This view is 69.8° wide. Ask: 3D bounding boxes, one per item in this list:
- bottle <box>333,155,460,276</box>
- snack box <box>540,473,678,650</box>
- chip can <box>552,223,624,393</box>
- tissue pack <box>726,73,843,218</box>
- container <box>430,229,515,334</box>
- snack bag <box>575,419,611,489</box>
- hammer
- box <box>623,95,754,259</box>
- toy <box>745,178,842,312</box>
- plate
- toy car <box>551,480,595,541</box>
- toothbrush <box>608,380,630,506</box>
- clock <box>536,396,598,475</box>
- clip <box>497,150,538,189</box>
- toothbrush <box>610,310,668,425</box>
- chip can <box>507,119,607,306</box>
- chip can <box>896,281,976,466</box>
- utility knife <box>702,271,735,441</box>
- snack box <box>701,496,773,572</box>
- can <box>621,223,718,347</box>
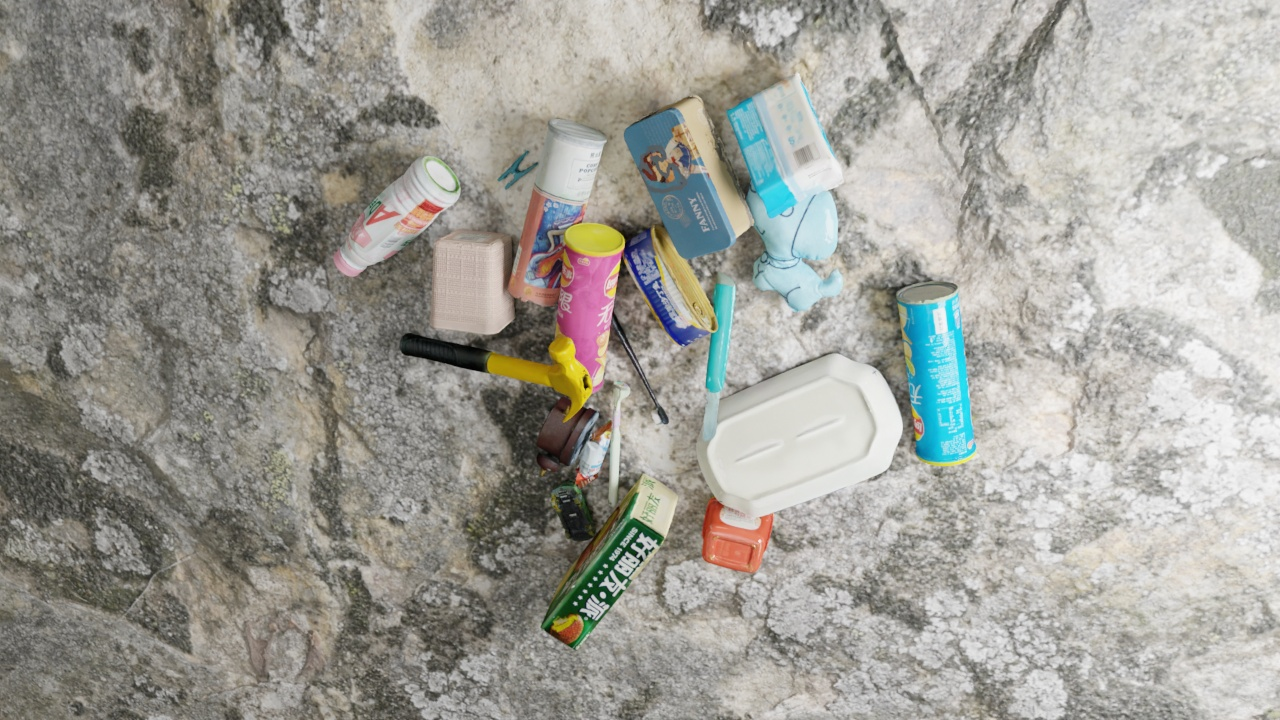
[{"bbox_3d":[-0.313,-0.175,1.155,0.197,0.068,0.068,-34,101,27],"label":"bottle"},{"bbox_3d":[-0.042,0.275,1.253,0.063,0.114,0.241,34,116,-4],"label":"snack box"},{"bbox_3d":[-0.067,-0.058,1.122,0.071,0.071,0.211,14,126,6],"label":"chip can"},{"bbox_3d":[0.157,-0.236,1.004,0.090,0.063,0.140,-24,74,21],"label":"tissue pack"},{"bbox_3d":[-0.209,-0.101,1.150,0.090,0.089,0.111,7,110,10],"label":"container"},{"bbox_3d":[-0.062,0.126,1.225,0.026,0.048,0.104,37,130,20],"label":"snack bag"},{"bbox_3d":[-0.188,0.004,1.160,0.301,0.032,0.129,12,139,31],"label":"hammer"},{"bbox_3d":[0.059,-0.202,1.048,0.090,0.061,0.184,-13,108,46],"label":"box"},{"bbox_3d":[0.179,-0.144,1.064,0.161,0.049,0.157,35,118,2],"label":"toy"},{"bbox_3d":[0.189,0.097,1.141,0.266,0.034,0.162,-23,85,22],"label":"plate"},{"bbox_3d":[-0.092,0.210,1.279,0.043,0.036,0.091,-14,107,16],"label":"toy car"},{"bbox_3d":[-0.032,0.116,1.238,0.029,0.020,0.190,23,121,36],"label":"toothbrush"},{"bbox_3d":[-0.102,0.102,1.213,0.055,0.081,0.122,28,114,5],"label":"clock"},{"bbox_3d":[-0.151,-0.232,1.122,0.056,0.014,0.042,-35,101,21],"label":"clip"},{"bbox_3d":[-0.007,0.007,1.188,0.018,0.015,0.181,-17,109,27],"label":"toothbrush"},{"bbox_3d":[-0.103,-0.174,1.104,0.071,0.071,0.215,21,115,3],"label":"chip can"},{"bbox_3d":[0.350,0.016,1.083,0.071,0.071,0.210,-8,110,15],"label":"chip can"},{"bbox_3d":[0.095,-0.002,1.143,0.029,0.013,0.216,10,102,17],"label":"utility knife"},{"bbox_3d":[0.126,0.231,1.216,0.091,0.080,0.082,12,113,8],"label":"snack box"},{"bbox_3d":[0.035,-0.089,1.105,0.049,0.074,0.148,-28,97,24],"label":"can"}]
